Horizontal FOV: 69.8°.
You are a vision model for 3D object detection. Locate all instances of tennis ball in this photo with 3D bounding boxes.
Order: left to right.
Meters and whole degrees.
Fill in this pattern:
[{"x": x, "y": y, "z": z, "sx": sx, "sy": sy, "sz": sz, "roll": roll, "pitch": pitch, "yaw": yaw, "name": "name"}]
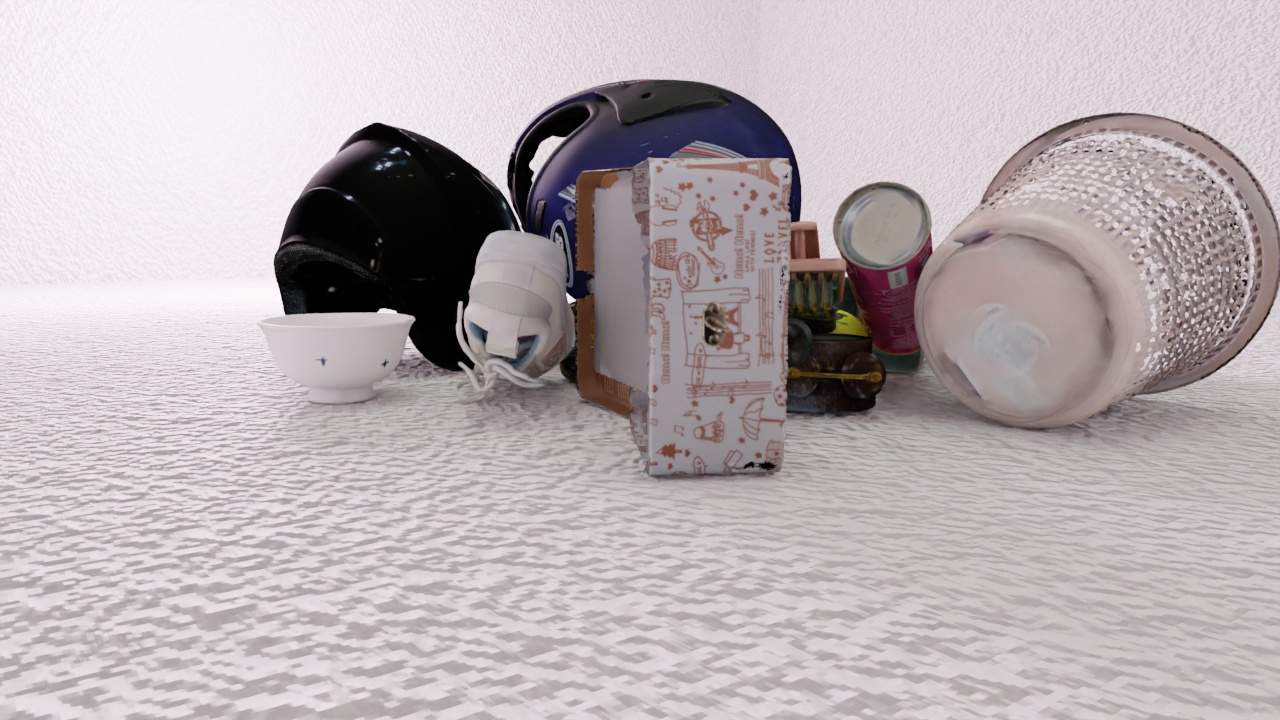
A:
[{"x": 0.166, "y": -0.012, "z": 0.799, "sx": 0.065, "sy": 0.065, "sz": 0.065, "roll": 0, "pitch": 8, "yaw": 0, "name": "tennis ball"}]

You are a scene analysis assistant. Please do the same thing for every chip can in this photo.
[{"x": 0.206, "y": -0.069, "z": 0.749, "sx": 0.071, "sy": 0.071, "sz": 0.210, "roll": 3, "pitch": -15, "yaw": 21, "name": "chip can"}]

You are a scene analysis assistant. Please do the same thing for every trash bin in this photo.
[{"x": 0.309, "y": -0.051, "z": 0.665, "sx": 0.228, "sy": 0.228, "sz": 0.191, "roll": 8, "pitch": 24, "yaw": 44, "name": "trash bin"}]

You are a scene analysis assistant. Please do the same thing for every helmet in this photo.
[{"x": -0.226, "y": -0.103, "z": 0.937, "sx": 0.234, "sy": 0.230, "sz": 0.274, "roll": 8, "pitch": -8, "yaw": 35, "name": "helmet"}, {"x": 0.002, "y": -0.153, "z": 0.927, "sx": 0.316, "sy": 0.248, "sz": 0.239, "roll": 1, "pitch": 35, "yaw": 10, "name": "helmet"}]

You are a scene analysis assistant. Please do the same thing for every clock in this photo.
[{"x": 0.137, "y": 0.009, "z": 0.685, "sx": 0.082, "sy": 0.055, "sz": 0.122, "roll": 1, "pitch": 5, "yaw": 4, "name": "clock"}]

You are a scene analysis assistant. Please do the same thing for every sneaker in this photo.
[{"x": -0.098, "y": -0.009, "z": 0.716, "sx": 0.089, "sy": 0.090, "sz": 0.243, "roll": 12, "pitch": -18, "yaw": -4, "name": "sneaker"}]

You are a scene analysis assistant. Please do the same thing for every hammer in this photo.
[{"x": 0.045, "y": -0.022, "z": 0.730, "sx": 0.128, "sy": 0.033, "sz": 0.301, "roll": 3, "pitch": 3, "yaw": -21, "name": "hammer"}]

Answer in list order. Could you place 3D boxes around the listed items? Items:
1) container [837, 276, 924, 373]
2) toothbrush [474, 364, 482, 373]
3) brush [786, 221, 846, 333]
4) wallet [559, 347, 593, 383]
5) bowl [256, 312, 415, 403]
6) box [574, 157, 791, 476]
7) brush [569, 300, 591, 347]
[{"x": 0.242, "y": -0.039, "z": 0.918, "sx": 0.090, "sy": 0.090, "sz": 0.111, "roll": 4, "pitch": 7, "yaw": 23, "name": "container"}, {"x": -0.126, "y": -0.006, "z": 0.931, "sx": 0.018, "sy": 0.015, "sz": 0.180, "roll": -7, "pitch": 7, "yaw": 15, "name": "toothbrush"}, {"x": 0.129, "y": -0.060, "z": 0.717, "sx": 0.063, "sy": 0.073, "sz": 0.145, "roll": -2, "pitch": -7, "yaw": 13, "name": "brush"}, {"x": -0.005, "y": 0.005, "z": 0.812, "sx": 0.115, "sy": 0.033, "sz": 0.090, "roll": 0, "pitch": 6, "yaw": -25, "name": "wallet"}, {"x": -0.238, "y": -0.002, "z": 0.724, "sx": 0.118, "sy": 0.065, "sz": 0.118, "roll": 1, "pitch": 8, "yaw": 0, "name": "bowl"}, {"x": 0.014, "y": -0.041, "z": 0.605, "sx": 0.105, "sy": 0.179, "sz": 0.260, "roll": 0, "pitch": 8, "yaw": -7, "name": "box"}, {"x": -0.025, "y": -0.043, "z": 1.046, "sx": 0.144, "sy": 0.055, "sz": 0.073, "roll": 2, "pitch": 10, "yaw": 13, "name": "brush"}]
